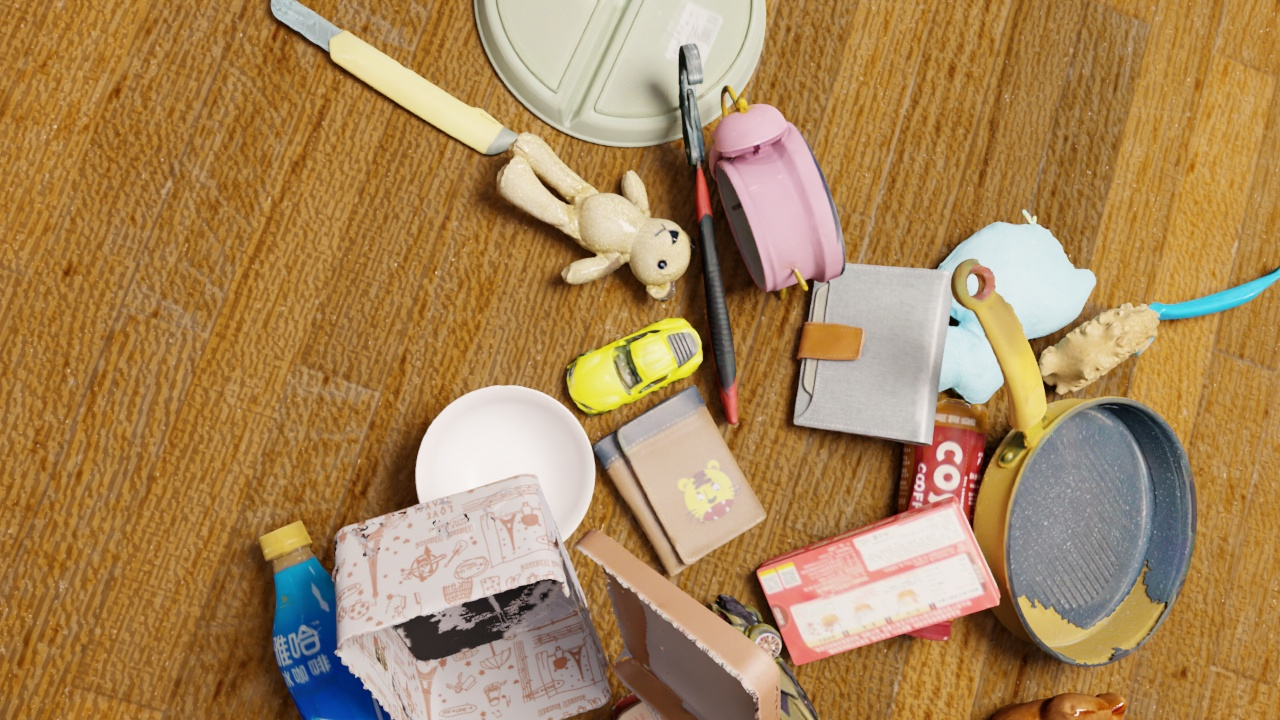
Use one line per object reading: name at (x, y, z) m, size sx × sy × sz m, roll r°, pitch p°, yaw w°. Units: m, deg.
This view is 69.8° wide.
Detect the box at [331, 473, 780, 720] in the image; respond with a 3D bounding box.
box at (-0.043, 0.170, 0.552) m, size 0.271 × 0.180 × 0.134 m, roll 5°, pitch 49°, yaw 15°

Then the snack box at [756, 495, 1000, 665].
snack box at (0.166, 0.157, 0.652) m, size 0.153 × 0.025 × 0.075 m, roll -25°, pitch 86°, yaw 20°

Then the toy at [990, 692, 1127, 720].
toy at (0.345, 0.324, 0.659) m, size 0.199 × 0.131 × 0.140 m, roll 40°, pitch 74°, yaw -13°

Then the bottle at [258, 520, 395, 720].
bottle at (-0.198, 0.212, 0.610) m, size 0.065 × 0.065 × 0.218 m, roll -22°, pitch 88°, yaw -10°

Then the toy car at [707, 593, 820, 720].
toy car at (0.098, 0.235, 0.649) m, size 0.042 × 0.070 × 0.158 m, roll -33°, pitch 89°, yaw -5°

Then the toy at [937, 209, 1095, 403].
toy at (0.271, -0.043, 0.711) m, size 0.161 × 0.050 × 0.156 m, roll 8°, pitch 94°, yaw -4°

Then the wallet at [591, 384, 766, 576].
wallet at (0.029, 0.088, 0.673) m, size 0.090 × 0.033 × 0.115 m, roll -30°, pitch 93°, yaw -11°

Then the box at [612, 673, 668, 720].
box at (0.055, 0.298, 0.642) m, size 0.091 × 0.076 × 0.168 m, roll -29°, pitch 84°, yaw -9°

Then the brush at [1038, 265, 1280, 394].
brush at (0.424, -0.034, 0.727) m, size 0.254 × 0.083 × 0.046 m, roll -18°, pitch 65°, yaw -18°

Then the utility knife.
utility knife at (-0.183, -0.210, 0.674) m, size 0.205 × 0.021 × 0.031 m, roll 32°, pitch 78°, yaw -11°

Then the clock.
clock at (0.091, -0.123, 0.660) m, size 0.060 × 0.117 × 0.158 m, roll -20°, pitch 90°, yaw 1°

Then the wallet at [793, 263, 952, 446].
wallet at (0.170, -0.008, 0.682) m, size 0.107 × 0.037 × 0.129 m, roll 8°, pitch 80°, yaw 21°

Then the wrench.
wrench at (0.050, -0.087, 0.665) m, size 0.016 × 0.056 × 0.273 m, roll -8°, pitch 100°, yaw -3°

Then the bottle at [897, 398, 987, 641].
bottle at (0.220, 0.117, 0.685) m, size 0.057 × 0.057 × 0.174 m, roll 10°, pitch 83°, yaw -8°

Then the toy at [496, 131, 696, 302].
toy at (-0.031, -0.106, 0.663) m, size 0.157 × 0.066 × 0.105 m, roll 32°, pitch 64°, yaw -12°

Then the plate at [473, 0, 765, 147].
plate at (-0.012, -0.278, 0.702) m, size 0.230 × 0.027 × 0.230 m, roll 1°, pitch 86°, yaw -8°

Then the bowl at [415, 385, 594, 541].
bowl at (-0.094, 0.078, 0.638) m, size 0.118 × 0.065 × 0.118 m, roll 1°, pitch 84°, yaw -9°

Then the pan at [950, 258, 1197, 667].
pan at (0.290, 0.068, 0.639) m, size 0.197 × 0.078 × 0.357 m, roll -47°, pitch 110°, yaw -16°

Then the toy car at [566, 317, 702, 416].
toy car at (-0.004, 0.004, 0.675) m, size 0.105 × 0.032 × 0.048 m, roll -24°, pitch 89°, yaw -8°
